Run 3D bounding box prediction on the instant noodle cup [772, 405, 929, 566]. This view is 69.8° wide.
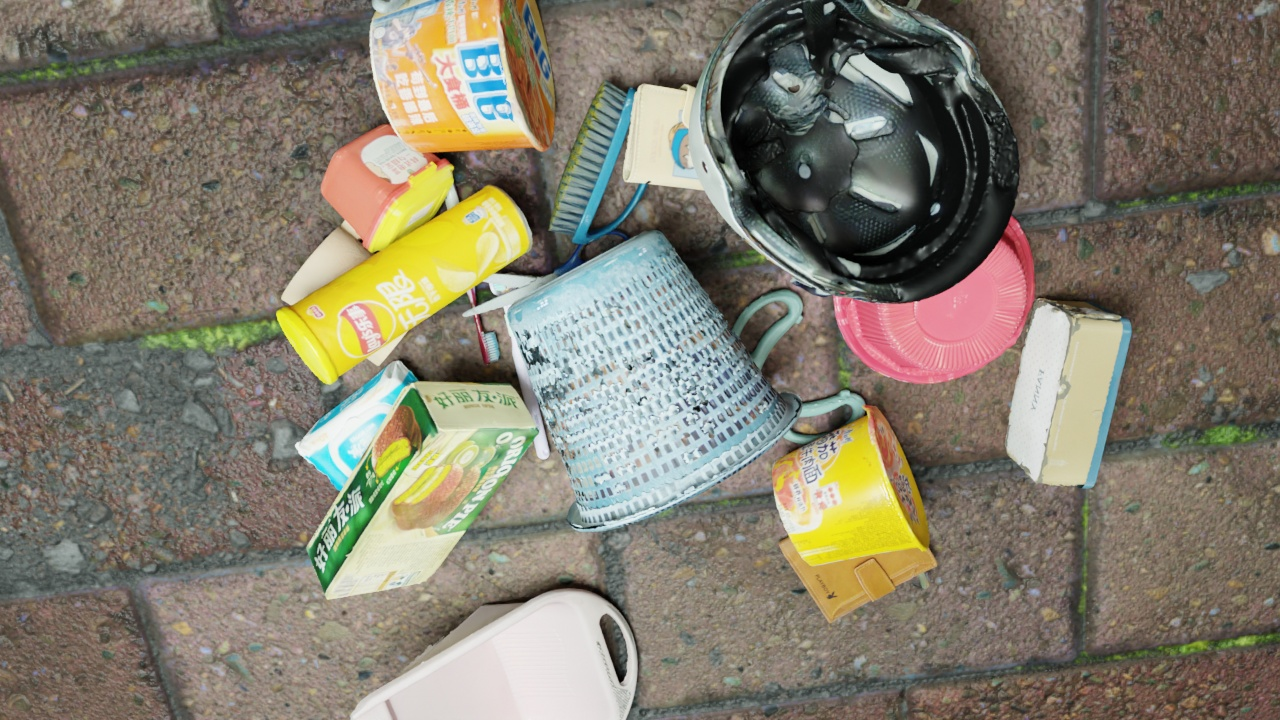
[{"bbox_3d":[0.196,0.127,0.871,0.110,0.137,0.138,-22,107,22],"label":"instant noodle cup"}]

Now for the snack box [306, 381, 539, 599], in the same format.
[{"bbox_3d":[-0.203,0.121,0.841,0.114,0.063,0.241,2,134,-47],"label":"snack box"}]

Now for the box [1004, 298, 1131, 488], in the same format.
[{"bbox_3d":[0.399,0.036,0.867,0.059,0.089,0.184,1,110,-3],"label":"box"}]

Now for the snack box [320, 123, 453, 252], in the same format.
[{"bbox_3d":[-0.219,-0.153,0.791,0.080,0.091,0.082,43,135,-4],"label":"snack box"}]

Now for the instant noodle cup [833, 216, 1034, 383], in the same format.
[{"bbox_3d":[0.280,-0.061,0.846,0.194,0.065,0.194,-1,108,-2],"label":"instant noodle cup"}]

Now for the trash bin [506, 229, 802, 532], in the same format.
[{"bbox_3d":[-0.005,0.005,0.785,0.227,0.226,0.195,-27,96,7],"label":"trash bin"}]

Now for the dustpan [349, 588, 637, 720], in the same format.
[{"bbox_3d":[-0.120,0.351,0.903,0.139,0.272,0.223,-6,113,27],"label":"dustpan"}]

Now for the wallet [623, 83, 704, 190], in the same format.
[{"bbox_3d":[0.041,-0.194,0.798,0.115,0.024,0.087,0,108,-31],"label":"wallet"}]

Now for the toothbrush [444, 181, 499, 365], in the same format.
[{"bbox_3d":[-0.158,-0.086,0.857,0.017,0.016,0.188,-18,108,-26],"label":"toothbrush"}]

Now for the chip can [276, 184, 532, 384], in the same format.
[{"bbox_3d":[-0.193,-0.067,0.773,0.212,0.072,0.072,-37,108,-24],"label":"chip can"}]

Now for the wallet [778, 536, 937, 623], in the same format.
[{"bbox_3d":[0.228,0.203,0.950,0.131,0.035,0.119,-32,99,9],"label":"wallet"}]

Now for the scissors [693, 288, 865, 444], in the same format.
[{"bbox_3d":[0.137,0.010,0.891,0.170,0.019,0.180,0,109,0],"label":"scissors"}]

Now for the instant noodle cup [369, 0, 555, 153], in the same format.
[{"bbox_3d":[-0.142,-0.237,0.746,0.111,0.151,0.151,-7,108,10],"label":"instant noodle cup"}]

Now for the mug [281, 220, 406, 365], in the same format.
[{"bbox_3d":[-0.243,-0.073,0.834,0.103,0.084,0.124,39,77,-14],"label":"mug"}]

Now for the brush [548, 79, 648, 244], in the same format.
[{"bbox_3d":[-0.028,-0.169,0.809,0.073,0.055,0.144,20,103,-9],"label":"brush"}]

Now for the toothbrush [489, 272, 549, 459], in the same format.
[{"bbox_3d":[-0.112,0.009,0.886,0.029,0.021,0.189,-19,109,-22],"label":"toothbrush"}]

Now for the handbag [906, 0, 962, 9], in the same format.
[{"bbox_3d":[0.217,-0.368,0.757,0.163,0.063,0.179,32,119,-10],"label":"handbag"}]

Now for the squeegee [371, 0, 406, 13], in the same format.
[{"bbox_3d":[-0.161,-0.371,0.720,0.247,0.040,0.249,18,76,-7],"label":"squeegee"}]

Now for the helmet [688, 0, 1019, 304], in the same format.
[{"bbox_3d":[0.156,-0.173,0.760,0.274,0.157,0.230,27,92,-20],"label":"helmet"}]

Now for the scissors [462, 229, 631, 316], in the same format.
[{"bbox_3d":[-0.078,-0.077,0.851,0.165,0.012,0.157,30,99,-19],"label":"scissors"}]

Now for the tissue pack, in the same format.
[{"bbox_3d":[-0.251,0.073,0.881,0.140,0.063,0.090,-37,107,10],"label":"tissue pack"}]
